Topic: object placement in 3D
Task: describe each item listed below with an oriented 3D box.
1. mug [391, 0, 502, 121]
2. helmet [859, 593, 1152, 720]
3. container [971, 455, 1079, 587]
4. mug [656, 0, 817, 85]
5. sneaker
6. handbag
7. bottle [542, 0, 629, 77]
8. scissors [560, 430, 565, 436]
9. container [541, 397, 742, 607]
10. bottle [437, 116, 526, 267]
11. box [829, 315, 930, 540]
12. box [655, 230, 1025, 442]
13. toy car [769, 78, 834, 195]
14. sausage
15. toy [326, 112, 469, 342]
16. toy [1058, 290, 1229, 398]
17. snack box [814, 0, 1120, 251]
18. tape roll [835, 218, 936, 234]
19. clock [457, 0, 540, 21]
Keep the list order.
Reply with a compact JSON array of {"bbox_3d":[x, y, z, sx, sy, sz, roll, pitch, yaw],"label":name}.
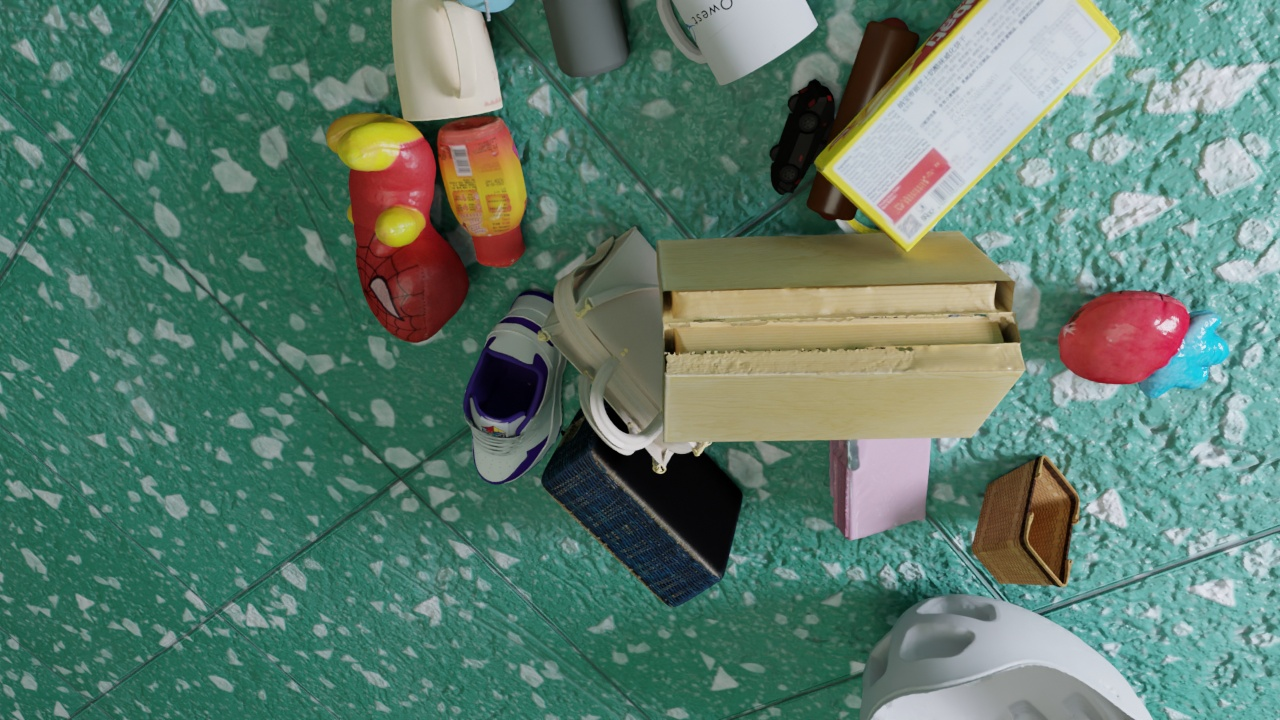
[{"bbox_3d":[-0.158,-0.254,0.749,0.085,0.111,0.104,-15,112,-21],"label":"mug"},{"bbox_3d":[0.358,0.346,0.892,0.282,0.183,0.225,29,131,9],"label":"helmet"},{"bbox_3d":[0.345,0.148,0.824,0.063,0.113,0.061,47,136,-13],"label":"container"},{"bbox_3d":[0.060,-0.266,0.686,0.120,0.082,0.096,-5,123,55],"label":"mug"},{"bbox_3d":[-0.134,0.055,0.928,0.092,0.110,0.245,21,125,5],"label":"sneaker"},{"bbox_3d":[-0.005,0.005,0.798,0.101,0.197,0.194,-31,107,32],"label":"handbag"},{"bbox_3d":[-0.046,-0.282,0.717,0.060,0.060,0.108,-2,120,20],"label":"bottle"},{"bbox_3d":[-0.030,0.113,0.988,0.109,0.018,0.131,-4,120,19],"label":"scissors"},{"bbox_3d":[0.009,0.125,0.901,0.071,0.145,0.187,-38,103,30],"label":"container"},{"bbox_3d":[-0.140,-0.151,0.839,0.071,0.048,0.134,0,121,17],"label":"bottle"},{"bbox_3d":[0.215,0.049,0.849,0.099,0.080,0.233,-16,121,-12],"label":"box"},{"bbox_3d":[0.138,-0.023,0.690,0.248,0.142,0.179,-2,83,0],"label":"box"},{"bbox_3d":[0.131,-0.176,0.734,0.036,0.042,0.092,8,126,-13],"label":"toy car"},{"bbox_3d":[0.169,-0.181,0.701,0.040,0.040,0.156,19,111,7],"label":"sausage"},{"bbox_3d":[-0.222,-0.118,0.849,0.098,0.147,0.216,-16,118,-11],"label":"toy"},{"bbox_3d":[0.402,-0.014,0.732,0.133,0.062,0.092,15,139,-11],"label":"toy"},{"bbox_3d":[0.227,-0.183,0.654,0.092,0.042,0.201,39,108,-13],"label":"snack box"},{"bbox_3d":[0.201,-0.138,0.745,0.094,0.019,0.094,9,124,14],"label":"tape roll"},{"bbox_3d":[-0.133,-0.321,0.704,0.123,0.087,0.042,51,143,1],"label":"clock"}]
